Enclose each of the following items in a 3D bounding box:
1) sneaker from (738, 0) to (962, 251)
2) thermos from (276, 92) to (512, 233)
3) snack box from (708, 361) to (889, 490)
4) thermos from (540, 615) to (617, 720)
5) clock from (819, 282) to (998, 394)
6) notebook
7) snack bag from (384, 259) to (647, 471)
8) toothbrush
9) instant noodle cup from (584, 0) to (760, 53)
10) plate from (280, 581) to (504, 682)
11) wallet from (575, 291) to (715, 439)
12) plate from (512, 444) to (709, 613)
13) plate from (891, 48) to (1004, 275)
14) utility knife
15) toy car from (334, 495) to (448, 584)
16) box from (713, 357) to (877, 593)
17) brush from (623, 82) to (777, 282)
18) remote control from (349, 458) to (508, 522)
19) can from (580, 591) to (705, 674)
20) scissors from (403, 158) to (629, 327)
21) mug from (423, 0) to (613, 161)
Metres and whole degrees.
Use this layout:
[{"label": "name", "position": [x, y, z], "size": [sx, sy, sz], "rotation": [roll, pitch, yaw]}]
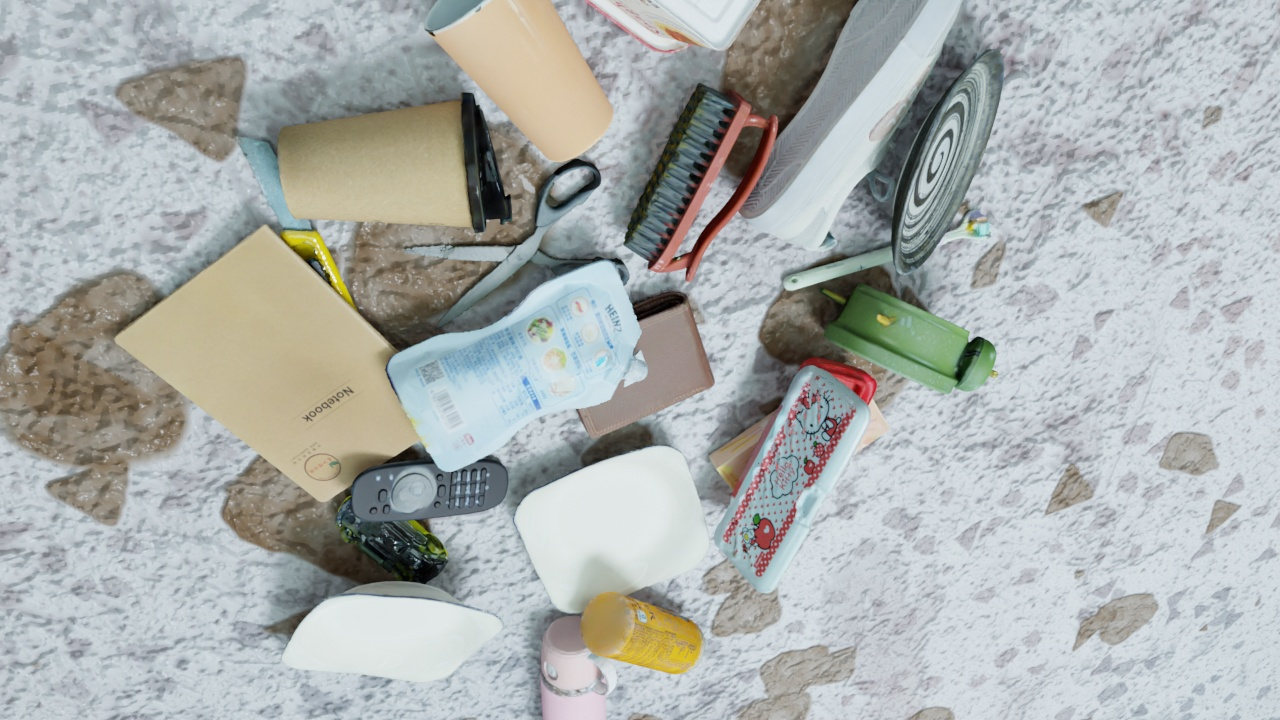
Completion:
[{"label": "sneaker", "position": [0.176, -0.187, 0.683], "size": [0.090, 0.089, 0.243], "rotation": [24, 110, -30]}, {"label": "thermos", "position": [-0.161, -0.128, 0.613], "size": [0.143, 0.093, 0.093], "rotation": [-5, 120, -6]}, {"label": "snack box", "position": [0.150, 0.077, 0.863], "size": [0.157, 0.026, 0.084], "rotation": [-36, 123, 4]}, {"label": "thermos", "position": [-0.059, 0.349, 0.920], "size": [0.067, 0.087, 0.199], "rotation": [-28, 132, -42]}, {"label": "clock", "position": [0.235, -0.015, 0.786], "size": [0.161, 0.116, 0.056], "rotation": [20, 101, -24]}, {"label": "notebook", "position": [-0.260, 0.012, 0.694], "size": [0.148, 0.008, 0.207], "rotation": [-32, 123, 12]}, {"label": "snack bag", "position": [-0.089, 0.005, 0.708], "size": [0.191, 0.039, 0.110], "rotation": [-26, 106, -5]}, {"label": "toothbrush", "position": [0.212, -0.092, 0.791], "size": [0.189, 0.029, 0.020], "rotation": [-17, 163, -6]}, {"label": "instant noodle cup", "position": [0.025, -0.256, 0.573], "size": [0.116, 0.124, 0.117], "rotation": [27, 108, -29]}, {"label": "plate", "position": [-0.218, 0.234, 0.809], "size": [0.163, 0.034, 0.165], "rotation": [18, 135, -29]}, {"label": "wallet", "position": [-0.005, 0.005, 0.771], "size": [0.124, 0.032, 0.101], "rotation": [-22, 126, -3]}, {"label": "plate", "position": [-0.025, 0.149, 0.844], "size": [0.163, 0.034, 0.164], "rotation": [-20, 123, -5]}, {"label": "plate", "position": [0.232, -0.152, 0.712], "size": [0.178, 0.024, 0.180], "rotation": [-42, 147, -37]}, {"label": "utility knife", "position": [-0.236, -0.060, 0.667], "size": [0.033, 0.015, 0.223], "rotation": [-20, 123, -5]}, {"label": "toy car", "position": [-0.212, 0.150, 0.788], "size": [0.048, 0.032, 0.105], "rotation": [-42, 111, 9]}, {"label": "box", "position": [0.143, 0.105, 0.801], "size": [0.095, 0.100, 0.202], "rotation": [14, 114, -22]}, {"label": "brush", "position": [0.044, -0.129, 0.689], "size": [0.069, 0.063, 0.146], "rotation": [23, 111, -13]}, {"label": "remote control", "position": [-0.176, 0.106, 0.768], "size": [0.136, 0.024, 0.053], "rotation": [0, 105, -33]}, {"label": "can", "position": [0.005, 0.264, 0.882], "size": [0.058, 0.058, 0.146], "rotation": [-43, 141, 9]}, {"label": "scissors", "position": [-0.087, -0.081, 0.707], "size": [0.159, 0.014, 0.181], "rotation": [32, 108, -28]}, {"label": "mug", "position": [-0.075, -0.195, 0.609], "size": [0.078, 0.078, 0.123], "rotation": [-36, 128, 5]}]
